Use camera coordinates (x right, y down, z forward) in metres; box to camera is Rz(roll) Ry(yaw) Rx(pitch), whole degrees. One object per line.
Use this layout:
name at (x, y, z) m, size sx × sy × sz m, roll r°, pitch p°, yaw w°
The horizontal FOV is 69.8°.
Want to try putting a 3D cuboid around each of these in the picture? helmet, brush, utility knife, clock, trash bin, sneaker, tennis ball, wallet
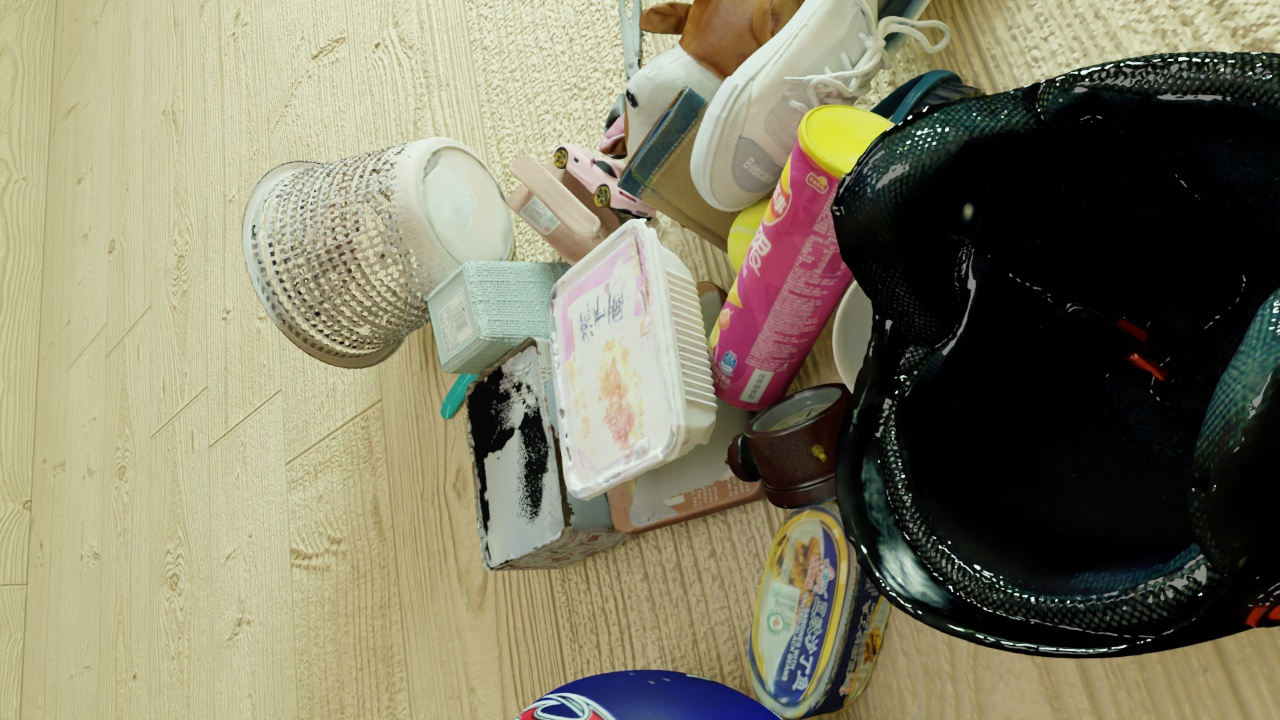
helmet at (0.218, 0.005, 0.410) m, size 0.275 × 0.230 × 0.233 m, roll -60°, pitch 33°, yaw 17°
brush at (0.163, -0.126, 0.610) m, size 0.073 × 0.055 × 0.144 m, roll 45°, pitch 114°, yaw 39°
utility knife at (-0.169, 0.006, 0.946) m, size 0.152 × 0.013 × 0.029 m, roll -51°, pitch 49°, yaw 29°
clock at (0.106, 0.055, 0.610) m, size 0.122 × 0.081 × 0.055 m, roll -4°, pitch 114°, yaw 62°
trash bin at (-0.244, -0.122, 0.921) m, size 0.193 × 0.227 × 0.227 m, roll -16°, pitch 71°, yaw 29°
helmet at (-0.005, 0.316, 0.568) m, size 0.316 × 0.247 × 0.240 m, roll -15°, pitch 67°, yaw 53°
sneaker at (0.129, -0.190, 0.592) m, size 0.243 × 0.089 × 0.090 m, roll -55°, pitch 42°, yaw 17°
brush at (-0.065, -0.129, 0.817) m, size 0.063 × 0.073 × 0.145 m, roll -41°, pitch 51°, yaw -3°
tennis ball at (0.095, -0.084, 0.662) m, size 0.066 × 0.065 × 0.065 m, roll -10°, pitch 75°, yaw 43°
wallet at (0.052, -0.136, 0.683) m, size 0.090 × 0.115 × 0.033 m, roll -50°, pitch 23°, yaw 25°

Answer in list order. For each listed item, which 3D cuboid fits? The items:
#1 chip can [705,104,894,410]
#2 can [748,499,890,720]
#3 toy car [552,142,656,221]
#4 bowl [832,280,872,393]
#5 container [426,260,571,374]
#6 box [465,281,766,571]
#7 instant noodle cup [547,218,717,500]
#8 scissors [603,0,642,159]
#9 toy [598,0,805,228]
chip can at (0.099, -0.056, 0.589) m, size 0.071 × 0.071 × 0.211 m, roll 64°, pitch 151°, yaw 31°
can at (0.119, 0.162, 0.605) m, size 0.075 × 0.049 × 0.148 m, roll 16°, pitch 93°, yaw 45°
toy car at (-0.030, -0.162, 0.807) m, size 0.122 × 0.056 × 0.037 m, roll 46°, pitch 113°, yaw 37°
bowl at (0.173, -0.028, 0.565) m, size 0.118 × 0.118 × 0.064 m, roll -57°, pitch 12°, yaw 21°
container at (-0.122, -0.037, 0.826) m, size 0.090 × 0.111 × 0.090 m, roll -31°, pitch 68°, yaw 44°
box at (-0.030, 0.058, 0.749) m, size 0.261 × 0.105 × 0.178 m, roll -31°, pitch 61°, yaw 43°
instant noodle cup at (-0.004, 0.004, 0.654) m, size 0.138 × 0.060 × 0.173 m, roll -32°, pitch 57°, yaw 47°
scissors at (-0.011, -0.264, 0.839) m, size 0.156 × 0.014 × 0.168 m, roll -57°, pitch 49°, yaw 20°
toy at (0.045, -0.214, 0.706) m, size 0.140 × 0.130 × 0.200 m, roll 53°, pitch 128°, yaw 25°
